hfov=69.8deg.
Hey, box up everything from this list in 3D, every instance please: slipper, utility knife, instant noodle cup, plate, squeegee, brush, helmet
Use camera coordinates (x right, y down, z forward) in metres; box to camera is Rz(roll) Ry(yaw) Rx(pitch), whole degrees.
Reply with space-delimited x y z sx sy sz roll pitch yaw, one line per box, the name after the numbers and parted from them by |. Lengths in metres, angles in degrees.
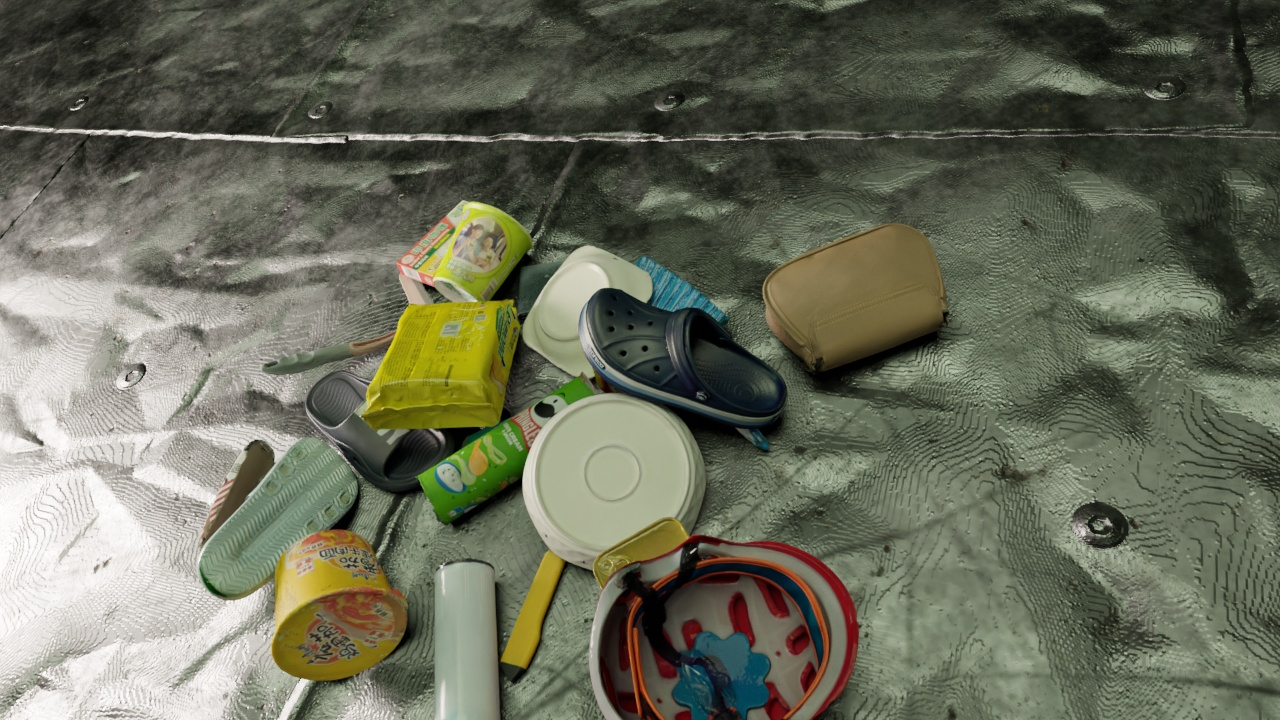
0.048 -0.006 1.013 0.253 0.095 0.104 27 50 1 | slipper
-0.142 0.077 1.146 0.183 0.013 0.029 -22 54 2 | utility knife
-0.228 -0.140 1.285 0.112 0.112 0.123 17 69 28 | instant noodle cup
-0.031 0.128 1.008 0.205 0.046 0.204 -1 70 3 | plate
-0.078 -0.071 1.180 0.164 0.034 0.164 30 86 38 | plate
-0.398 -0.022 1.273 0.249 0.040 0.247 -21 45 -18 | squeegee
-0.104 0.251 0.999 0.033 0.015 0.201 8 57 24 | utility knife
-0.427 0.191 1.085 0.074 0.104 0.244 -44 9 37 | slipper
-0.354 0.076 1.173 0.268 0.083 0.110 27 67 34 | slipper
0.074 -0.016 1.125 0.109 0.060 0.314 -45 56 -10 | brush
0.073 0.279 0.843 0.239 0.144 0.206 -15 53 -12 | helmet
-0.334 0.260 0.999 0.138 0.138 0.109 -30 42 -6 | instant noodle cup

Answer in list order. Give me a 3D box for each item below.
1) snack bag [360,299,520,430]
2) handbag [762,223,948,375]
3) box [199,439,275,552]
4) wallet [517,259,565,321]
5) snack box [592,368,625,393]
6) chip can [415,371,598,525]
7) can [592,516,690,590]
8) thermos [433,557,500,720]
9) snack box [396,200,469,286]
-0.242 -0.006 1.147 0.158 0.068 0.246 -2 35 2 | snack bag
0.252 -0.068 1.078 0.204 0.100 0.147 -20 58 3 | handbag
-0.472 0.180 1.138 0.086 0.076 0.161 7 55 8 | box
-0.112 -0.103 1.271 0.121 0.019 0.097 -9 51 9 | wallet
-0.007 0.006 1.108 0.080 0.091 0.081 31 66 27 | snack box
-0.149 0.105 1.090 0.236 0.072 0.072 -32 51 -6 | chip can
0.013 0.219 0.941 0.102 0.083 0.057 -29 50 -5 | can
-0.180 0.320 0.941 0.073 0.073 0.223 -15 51 6 | thermos
-0.282 -0.175 1.366 0.077 0.027 0.155 20 56 29 | snack box
